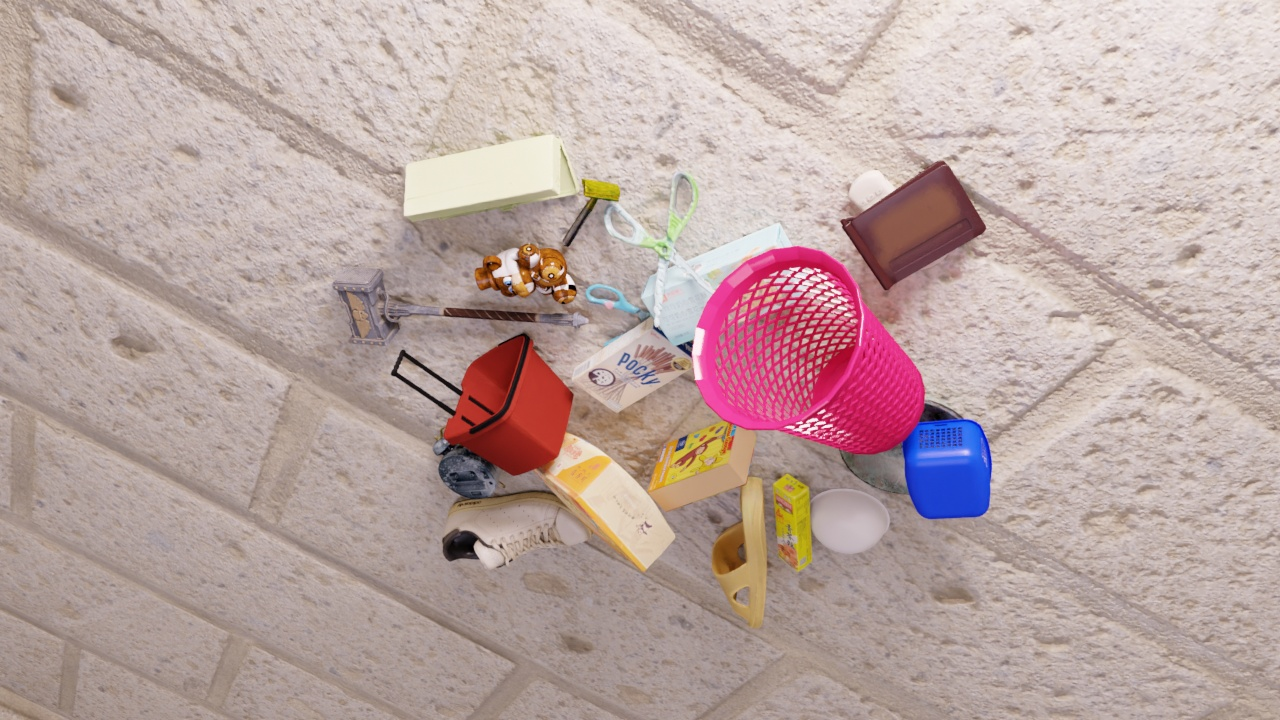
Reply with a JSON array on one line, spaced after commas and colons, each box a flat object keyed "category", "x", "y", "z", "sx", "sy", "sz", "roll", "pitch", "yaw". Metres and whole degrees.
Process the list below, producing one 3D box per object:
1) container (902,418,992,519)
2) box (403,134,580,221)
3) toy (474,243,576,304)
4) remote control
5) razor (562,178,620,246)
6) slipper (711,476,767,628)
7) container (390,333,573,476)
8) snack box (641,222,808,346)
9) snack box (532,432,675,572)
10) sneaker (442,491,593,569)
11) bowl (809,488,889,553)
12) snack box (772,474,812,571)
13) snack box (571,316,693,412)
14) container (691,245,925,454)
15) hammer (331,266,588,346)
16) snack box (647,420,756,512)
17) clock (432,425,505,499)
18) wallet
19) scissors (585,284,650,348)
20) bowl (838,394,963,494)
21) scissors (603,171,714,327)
[{"category": "container", "x": 0.351, "y": 0.129, "z": 1.051, "sx": 0.096, "sy": 0.058, "sz": 0.114, "roll": -7, "pitch": 126, "yaw": 23}, {"category": "box", "x": -0.169, "y": -0.199, "z": 1.009, "sx": 0.188, "sy": 0.089, "sz": 0.078, "roll": -5, "pitch": 96, "yaw": 23}, {"category": "toy", "x": -0.137, "y": -0.100, "z": 1.072, "sx": 0.113, "sy": 0.067, "sz": 0.087, "roll": -11, "pitch": 149, "yaw": 11}, {"category": "remote control", "x": 0.264, "y": -0.142, "z": 0.937, "sx": 0.125, "sy": 0.018, "sz": 0.038, "roll": 40, "pitch": 129, "yaw": -17}, {"category": "razor", "x": -0.063, "y": -0.161, "z": 1.021, "sx": 0.042, "sy": 0.026, "sz": 0.106, "roll": 2, "pitch": 150, "yaw": -29}, {"category": "slipper", "x": 0.137, "y": 0.270, "z": 1.264, "sx": 0.078, "sy": 0.099, "sz": 0.264, "roll": -1, "pitch": 124, "yaw": 6}, {"category": "container", "x": -0.191, "y": 0.038, "z": 1.148, "sx": 0.127, "sy": 0.147, "sz": 0.201, "roll": -26, "pitch": 126, "yaw": 32}, {"category": "snack box", "x": 0.093, "y": -0.082, "z": 1.017, "sx": 0.175, "sy": 0.053, "sz": 0.075, "roll": -20, "pitch": 119, "yaw": 27}, {"category": "snack box", "x": -0.053, "y": 0.173, "z": 1.204, "sx": 0.145, "sy": 0.080, "sz": 0.195, "roll": 51, "pitch": 166, "yaw": -24}, {"category": "sneaker", "x": -0.192, "y": 0.261, "z": 1.360, "sx": 0.242, "sy": 0.102, "sz": 0.089, "roll": -5, "pitch": 126, "yaw": 20}, {"category": "bowl", "x": 0.274, "y": 0.224, "z": 1.220, "sx": 0.110, "sy": 0.040, "sz": 0.110, "roll": 9, "pitch": 130, "yaw": 11}, {"category": "snack box", "x": 0.206, "y": 0.220, "z": 1.236, "sx": 0.040, "sy": 0.028, "sz": 0.148, "roll": 34, "pitch": 145, "yaw": 43}, {"category": "snack box", "x": -0.007, "y": 0.007, "z": 1.133, "sx": 0.082, "sy": 0.026, "sz": 0.150, "roll": 36, "pitch": 131, "yaw": -26}, {"category": "container", "x": 0.193, "y": 0.011, "z": 0.951, "sx": 0.184, "sy": 0.183, "sz": 0.225, "roll": -22, "pitch": 150, "yaw": 31}, {"category": "hammer", "x": -0.221, "y": -0.059, "z": 1.148, "sx": 0.322, "sy": 0.044, "sz": 0.099, "roll": 4, "pitch": 129, "yaw": 13}, {"category": "snack box", "x": 0.079, "y": 0.132, "z": 1.176, "sx": 0.126, "sy": 0.088, "sz": 0.040, "roll": -25, "pitch": 117, "yaw": 33}, {"category": "clock", "x": -0.247, "y": 0.143, "z": 1.314, "sx": 0.090, "sy": 0.052, "sz": 0.129, "roll": -6, "pitch": 127, "yaw": 23}, {"category": "wallet", "x": 0.273, "y": -0.135, "z": 0.918, "sx": 0.116, "sy": 0.018, "sz": 0.091, "roll": -33, "pitch": 113, "yaw": 18}, {"category": "scissors", "x": -0.007, "y": -0.041, "z": 1.112, "sx": 0.136, "sy": 0.015, "sz": 0.126, "roll": 21, "pitch": 131, "yaw": 3}, {"category": "bowl", "x": 0.319, "y": 0.092, "z": 1.098, "sx": 0.157, "sy": 0.038, "sz": 0.158, "roll": 9, "pitch": 130, "yaw": 11}, {"category": "scissors", "x": 0.023, "y": -0.121, "z": 0.997, "sx": 0.169, "sy": 0.023, "sz": 0.171, "roll": 15, "pitch": 104, "yaw": 20}]
